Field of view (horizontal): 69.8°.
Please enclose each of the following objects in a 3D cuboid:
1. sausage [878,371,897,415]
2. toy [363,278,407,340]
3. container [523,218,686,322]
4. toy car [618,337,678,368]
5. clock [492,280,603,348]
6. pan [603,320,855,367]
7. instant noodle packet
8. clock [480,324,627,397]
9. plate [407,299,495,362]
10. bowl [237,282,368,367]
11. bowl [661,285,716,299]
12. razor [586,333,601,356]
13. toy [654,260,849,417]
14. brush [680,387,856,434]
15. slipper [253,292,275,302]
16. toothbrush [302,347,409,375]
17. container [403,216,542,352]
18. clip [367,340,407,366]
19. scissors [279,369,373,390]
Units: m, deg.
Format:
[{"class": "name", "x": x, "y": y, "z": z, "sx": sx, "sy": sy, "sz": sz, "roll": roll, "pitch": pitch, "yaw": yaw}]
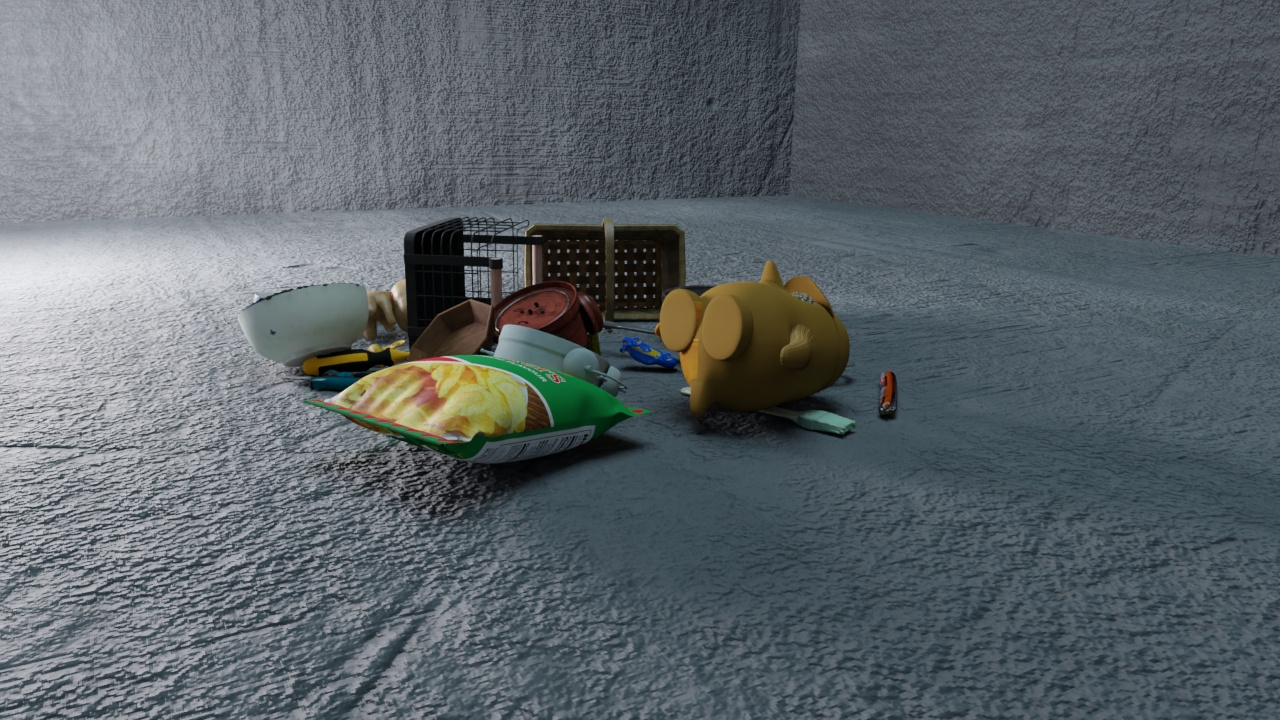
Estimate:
[{"class": "sausage", "x": 0.281, "y": 0.036, "z": 1.042, "sx": 0.020, "sy": 0.020, "sz": 0.155, "roll": 5, "pitch": 15, "yaw": 14}, {"class": "toy", "x": -0.341, "y": -0.078, "z": 1.289, "sx": 0.108, "sy": 0.134, "sz": 0.105, "roll": -13, "pitch": 52, "yaw": -26}, {"class": "container", "x": -0.054, "y": -0.135, "z": 1.413, "sx": 0.250, "sy": 0.157, "sz": 0.186, "roll": -1, "pitch": 4, "yaw": -5}, {"class": "toy car", "x": -0.006, "y": 0.006, "z": 1.146, "sx": 0.092, "sy": 0.061, "sz": 0.033, "roll": 26, "pitch": -10, "yaw": 0}, {"class": "clock", "x": -0.114, "y": -0.044, "z": 1.125, "sx": 0.121, "sy": 0.072, "sz": 0.157, "roll": 2, "pitch": 38, "yaw": 32}, {"class": "pan", "x": 0.091, "y": -0.015, "z": 1.169, "sx": 0.355, "sy": 0.024, "sz": 0.216, "roll": 10, "pitch": 11, "yaw": 19}, {"class": "instant noodle packet", "x": -0.144, "y": 0.043, "z": 0.847, "sx": 0.196, "sy": 0.090, "sz": 0.252, "roll": 11, "pitch": 10, "yaw": 39}, {"class": "clock", "x": -0.086, "y": 0.007, "z": 0.982, "sx": 0.159, "sy": 0.045, "sz": 0.122, "roll": 15, "pitch": -11, "yaw": 31}, {"class": "plate", "x": -0.217, "y": -0.013, "z": 1.069, "sx": 0.131, "sy": 0.025, "sz": 0.131, "roll": -24, "pitch": 41, "yaw": 22}, {"class": "bowl", "x": -0.402, "y": -0.038, "z": 1.119, "sx": 0.153, "sy": 0.073, "sz": 0.153, "roll": -18, "pitch": -5, "yaw": -2}, {"class": "bowl", "x": 0.102, "y": -0.062, "z": 1.301, "sx": 0.145, "sy": 0.067, "sz": 0.144, "roll": 1, "pitch": 15, "yaw": 0}, {"class": "razor", "x": -0.101, "y": -0.013, "z": 1.186, "sx": 0.106, "sy": 0.042, "sz": 0.026, "roll": -3, "pitch": 15, "yaw": 24}, {"class": "toy", "x": 0.138, "y": -0.023, "z": 0.972, "sx": 0.203, "sy": 0.162, "sz": 0.199, "roll": 1, "pitch": 7, "yaw": -37}, {"class": "brush", "x": 0.130, "y": 0.051, "z": 0.995, "sx": 0.218, "sy": 0.012, "sz": 0.033, "roll": 12, "pitch": 19, "yaw": 41}, {"class": "slipper", "x": -0.442, "y": -0.065, "z": 1.341, "sx": 0.098, "sy": 0.055, "sz": 0.268, "roll": 11, "pitch": 7, "yaw": 25}, {"class": "toothbrush", "x": -0.311, "y": -0.004, "z": 1.125, "sx": 0.196, "sy": 0.030, "sz": 0.031, "roll": -8, "pitch": -16, "yaw": -23}, {"class": "container", "x": -0.223, "y": -0.106, "z": 1.262, "sx": 0.130, "sy": 0.163, "sz": 0.241, "roll": 3, "pitch": 15, "yaw": 6}, {"class": "clip", "x": -0.321, "y": -0.003, "z": 1.172, "sx": 0.047, "sy": 0.039, "sz": 0.053, "roll": -11, "pitch": 17, "yaw": -23}, {"class": "scissors", "x": -0.346, "y": 0.024, "z": 1.051, "sx": 0.129, "sy": 0.019, "sz": 0.138, "roll": -9, "pitch": 16, "yaw": -30}]
